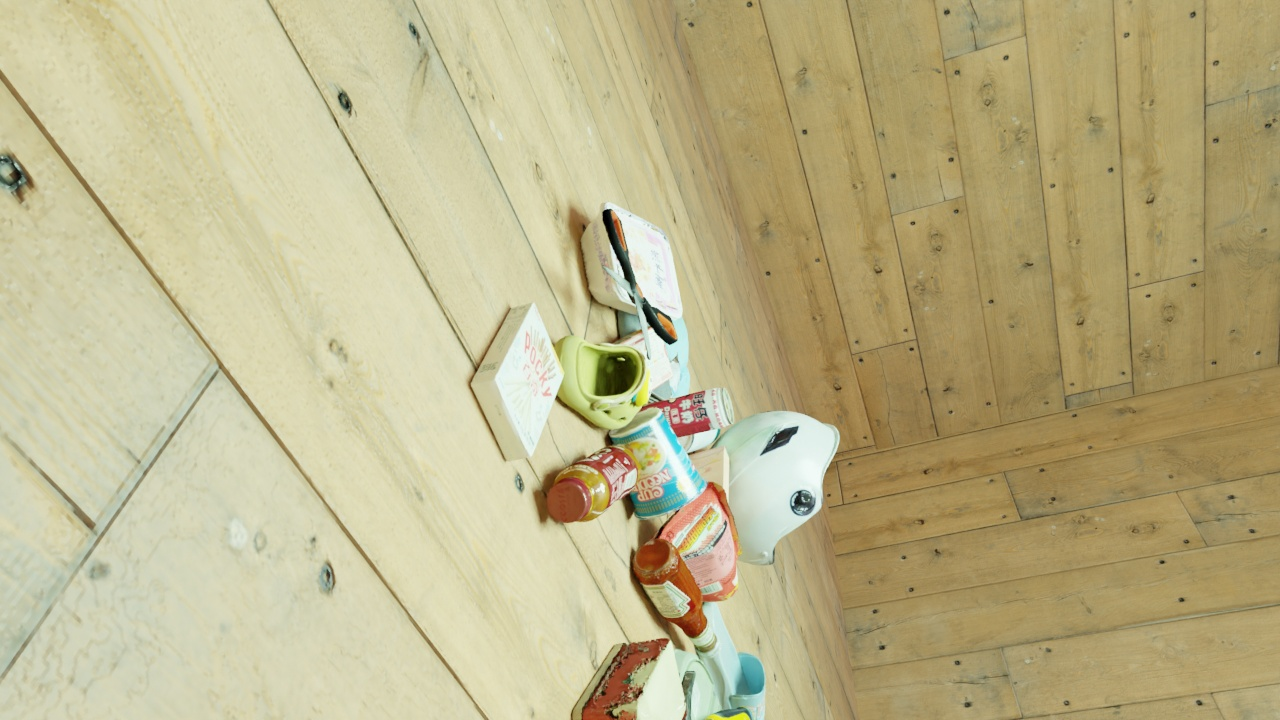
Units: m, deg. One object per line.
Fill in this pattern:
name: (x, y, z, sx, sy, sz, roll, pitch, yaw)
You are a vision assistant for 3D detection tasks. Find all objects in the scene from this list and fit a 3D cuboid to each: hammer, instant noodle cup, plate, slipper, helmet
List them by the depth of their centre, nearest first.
slipper: (-0.031, 0.024, 1.025, 0.190, 0.082, 0.091, 29, 60, -63)
hammer: (0.090, 0.436, 1.097, 0.323, 0.032, 0.126, 43, 37, -64)
instant noodle cup: (0.014, 0.121, 1.118, 0.110, 0.099, 0.099, 64, 16, -10)
plate: (0.073, 0.470, 1.121, 0.230, 0.027, 0.230, -14, 90, -77)
instant noodle cup: (-0.017, -0.124, 1.228, 0.173, 0.060, 0.138, 16, 60, -60)
slipper: (0.138, 0.445, 1.299, 0.103, 0.074, 0.245, -63, 135, -70)
helmet: (0.179, 0.176, 1.441, 0.146, 0.259, 0.229, 33, 11, -13)

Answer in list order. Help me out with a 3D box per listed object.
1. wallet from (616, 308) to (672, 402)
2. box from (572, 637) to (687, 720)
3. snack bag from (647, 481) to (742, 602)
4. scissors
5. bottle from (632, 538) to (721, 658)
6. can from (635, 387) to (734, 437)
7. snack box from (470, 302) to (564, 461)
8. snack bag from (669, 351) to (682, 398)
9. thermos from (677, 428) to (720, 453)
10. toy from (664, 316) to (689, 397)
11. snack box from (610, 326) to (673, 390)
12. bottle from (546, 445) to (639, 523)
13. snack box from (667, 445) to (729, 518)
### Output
wallet: (0.003, -0.005, 1.292, 0.106, 0.037, 0.129, 34, 42, -53)
box: (0.002, 0.333, 0.878, 0.168, 0.078, 0.091, -24, 101, -76)
snack bag: (0.076, 0.245, 1.199, 0.073, 0.128, 0.208, 43, -13, 38)
scissors: (-0.006, -0.080, 1.094, 0.221, 0.022, 0.230, 49, 21, -50)
bottle: (0.052, 0.299, 1.127, 0.059, 0.060, 0.206, -87, 156, -49)
can: (0.053, 0.074, 1.208, 0.053, 0.133, 0.053, -14, 90, -75)
snack box: (-0.111, 0.016, 0.855, 0.156, 0.027, 0.085, -76, 148, -61)
snack bag: (0.041, 0.039, 1.366, 0.104, 0.026, 0.048, -61, 152, -34)
thermos: (0.071, 0.107, 1.381, 0.224, 0.073, 0.073, 6, 71, -74)
toy: (0.051, -0.001, 1.446, 0.156, 0.050, 0.161, 69, 24, -48)
snack box: (-0.007, 0.007, 1.188, 0.155, 0.027, 0.077, -29, 105, -61)
bottle: (-0.047, 0.126, 0.927, 0.174, 0.057, 0.057, -13, 88, -76)
snack box: (0.084, 0.188, 1.318, 0.157, 0.085, 0.026, -79, 148, -58)
